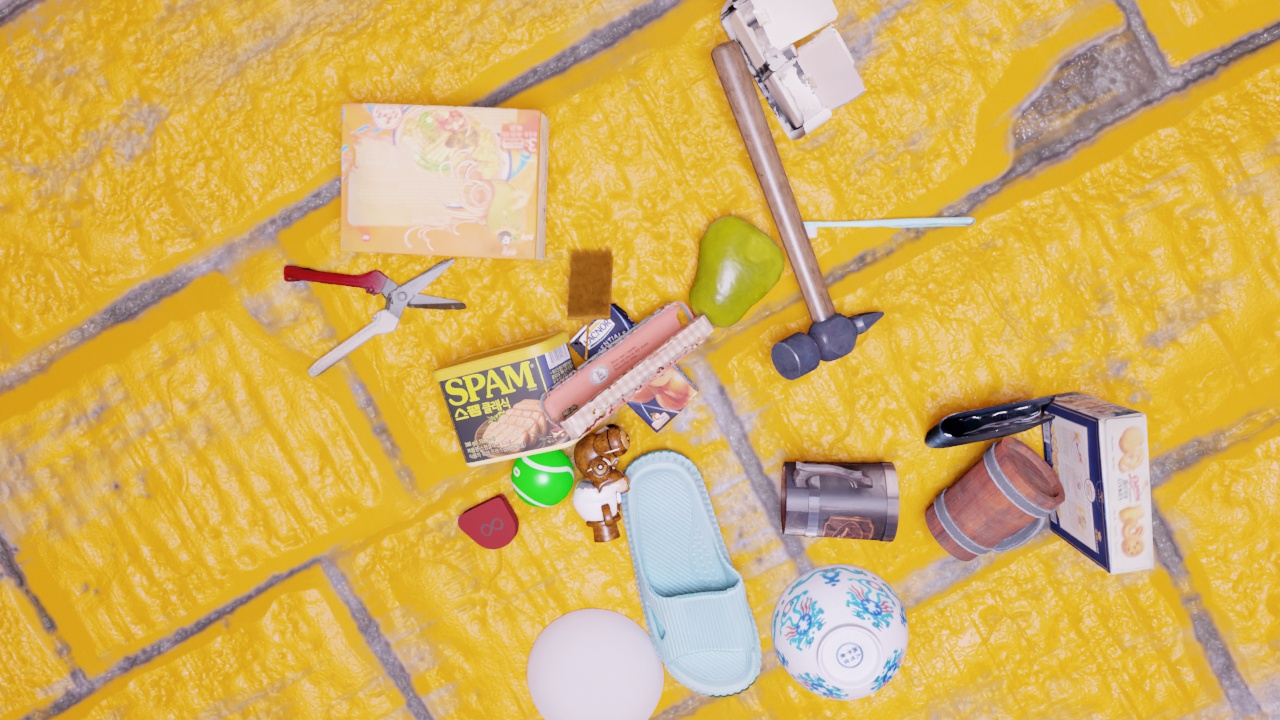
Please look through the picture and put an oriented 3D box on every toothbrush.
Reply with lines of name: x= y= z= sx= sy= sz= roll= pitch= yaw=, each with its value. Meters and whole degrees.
toothbrush: x=0.246 y=-0.136 z=0.927 sx=0.181 sy=0.016 sz=0.016 roll=-2 pitch=93 yaw=4

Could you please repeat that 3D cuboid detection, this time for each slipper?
slipper: x=0.048 y=0.228 z=0.951 sx=0.116 sy=0.069 sz=0.276 roll=-16 pitch=94 yaw=8

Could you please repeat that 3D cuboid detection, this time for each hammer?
hammer: x=0.138 y=-0.152 z=0.888 sx=0.129 sy=0.040 sz=0.322 roll=-25 pitch=98 yaw=-27

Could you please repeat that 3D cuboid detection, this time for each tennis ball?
tennis ball: x=-0.101 y=0.119 z=0.949 sx=0.065 sy=0.065 sz=0.065 roll=0 pitch=96 yaw=3

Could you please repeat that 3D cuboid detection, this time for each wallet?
wallet: x=0.344 y=0.064 z=0.905 sx=0.115 sy=0.089 sz=0.026 roll=-12 pitch=77 yaw=6

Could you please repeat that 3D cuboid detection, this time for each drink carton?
drink carton: x=-0.006 y=0.006 z=0.945 sx=0.064 sy=0.040 sz=0.130 roll=-44 pitch=91 yaw=6

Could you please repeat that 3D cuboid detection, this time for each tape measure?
tape measure: x=-0.161 y=0.176 z=0.982 sx=0.059 sy=0.019 sz=0.051 roll=-27 pitch=96 yaw=13

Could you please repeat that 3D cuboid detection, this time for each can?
can: x=-0.126 y=0.039 z=0.924 sx=0.135 sy=0.075 sz=0.104 roll=-13 pitch=99 yaw=23

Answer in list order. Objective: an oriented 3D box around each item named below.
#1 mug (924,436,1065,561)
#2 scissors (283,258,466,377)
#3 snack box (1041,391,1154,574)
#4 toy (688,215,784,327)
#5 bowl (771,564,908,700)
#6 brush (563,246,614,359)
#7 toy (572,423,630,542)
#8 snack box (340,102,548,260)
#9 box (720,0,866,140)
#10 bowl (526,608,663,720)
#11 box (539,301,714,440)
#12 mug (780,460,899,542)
mug: x=0.359 y=0.146 z=0.909 sx=0.117 sy=0.081 sz=0.111 roll=23 pitch=126 yaw=-24
scissors: x=-0.291 y=-0.053 z=0.969 sx=0.198 sy=0.015 sz=0.179 roll=25 pitch=95 yaw=0
snack box: x=0.432 y=0.112 z=0.875 sx=0.042 sy=0.145 sz=0.144 roll=-7 pitch=96 yaw=3
toy: x=0.089 y=-0.086 z=0.922 sx=0.090 sy=0.051 sz=0.110 roll=32 pitch=93 yaw=-7
bowl: x=0.210 y=0.291 z=0.943 sx=0.144 sy=0.074 sz=0.144 roll=0 pitch=96 yaw=3
brush: x=-0.051 y=-0.060 z=0.913 sx=0.048 sy=0.017 sz=0.126 roll=-1 pitch=54 yaw=4
toy: x=-0.038 y=0.126 z=0.934 sx=0.067 sy=0.087 sz=0.112 roll=-11 pitch=91 yaw=-5
snack box: x=-0.192 y=-0.177 z=0.917 sx=0.195 sy=0.080 sz=0.145 roll=3 pitch=96 yaw=3
box: x=0.143 y=-0.283 z=0.835 sx=0.080 sy=0.180 sz=0.143 roll=-33 pitch=100 yaw=5
bowl: x=-0.050 y=0.344 z=0.980 sx=0.149 sy=0.043 sz=0.149 roll=0 pitch=96 yaw=3
box: x=-0.010 y=0.005 z=0.879 sx=0.186 sy=0.057 sz=0.067 roll=-38 pitch=75 yaw=-23
mug: x=0.198 y=0.131 z=0.912 sx=0.107 sy=0.116 sz=0.079 roll=1 pitch=56 yaw=4
